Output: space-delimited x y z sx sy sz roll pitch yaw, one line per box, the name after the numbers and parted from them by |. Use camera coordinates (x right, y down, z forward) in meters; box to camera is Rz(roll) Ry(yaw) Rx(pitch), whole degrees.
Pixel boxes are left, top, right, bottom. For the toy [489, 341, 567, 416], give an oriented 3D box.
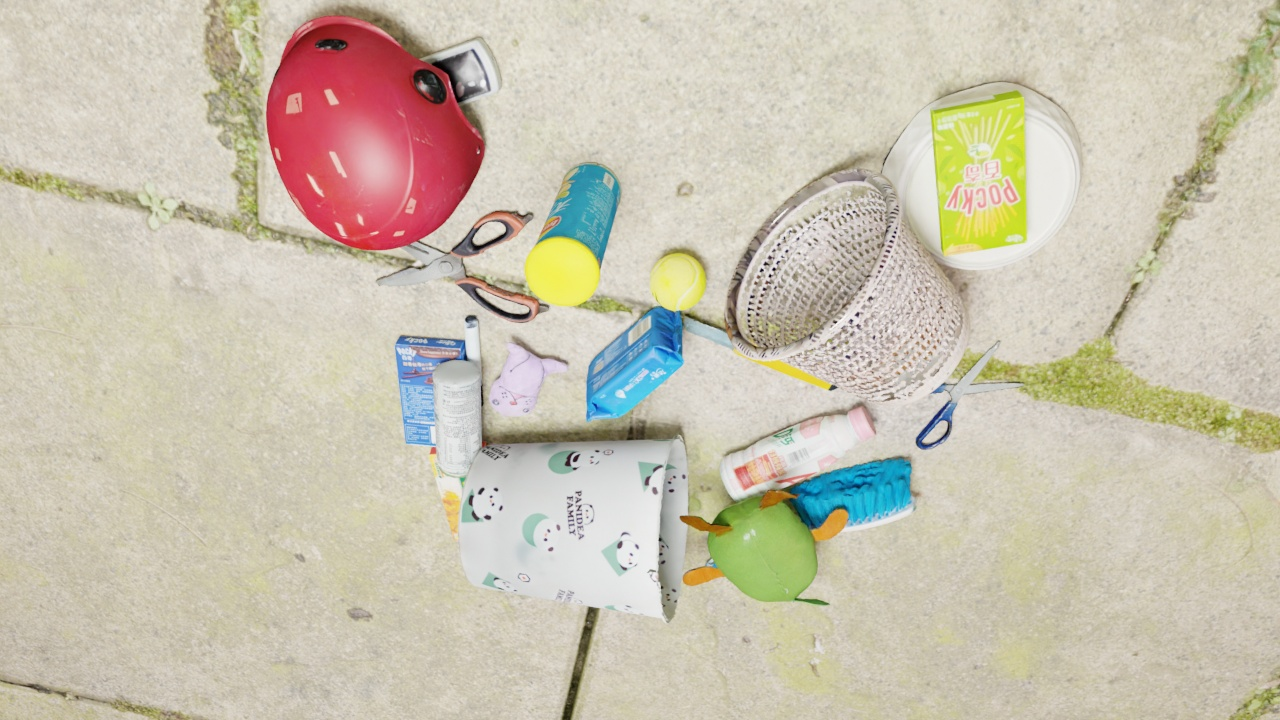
-0.149 0.029 1.156 0.084 0.038 0.108 21 121 -17 | toy

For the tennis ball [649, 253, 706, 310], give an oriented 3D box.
0.043 -0.089 1.046 0.065 0.065 0.066 3 122 4 | tennis ball

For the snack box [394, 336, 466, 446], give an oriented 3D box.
-0.266 0.043 1.184 0.084 0.026 0.157 5 122 2 | snack box

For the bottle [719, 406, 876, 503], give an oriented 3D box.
0.198 0.115 1.156 0.197 0.068 0.068 -28 115 19 | bottle

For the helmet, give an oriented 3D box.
-0.287 -0.214 0.941 0.207 0.143 0.240 -18 127 23 | helmet

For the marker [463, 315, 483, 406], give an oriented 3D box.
-0.211 0.004 1.157 0.018 0.022 0.131 21 128 28 | marker

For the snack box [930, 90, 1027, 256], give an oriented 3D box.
0.342 -0.185 0.924 0.086 0.026 0.156 -8 121 12 | snack box

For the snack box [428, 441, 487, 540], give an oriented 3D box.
-0.235 0.182 1.266 0.077 0.027 0.156 -4 121 7 | snack box

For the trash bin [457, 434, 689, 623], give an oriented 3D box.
-0.078 0.204 1.157 0.252 0.229 0.230 1 122 11 | trash bin

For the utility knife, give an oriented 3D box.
0.150 -0.010 1.111 0.219 0.015 0.033 21 122 -10 | utility knife

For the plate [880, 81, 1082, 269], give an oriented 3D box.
0.361 -0.183 0.966 0.205 0.045 0.205 2 122 4 | plate

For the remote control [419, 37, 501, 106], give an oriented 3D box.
-0.223 -0.292 0.976 0.150 0.021 0.058 -14 119 15 | remote control

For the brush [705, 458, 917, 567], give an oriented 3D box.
0.216 0.214 1.225 0.315 0.060 0.109 -16 122 18 | brush

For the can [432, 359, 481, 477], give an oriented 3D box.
-0.228 0.074 1.150 0.058 0.058 0.147 6 122 2 | can

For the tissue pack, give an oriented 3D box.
-0.006 0.006 1.094 0.052 0.094 0.157 39 118 -23 | tissue pack

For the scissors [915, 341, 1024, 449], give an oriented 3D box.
0.375 0.043 1.122 0.162 0.012 0.176 14 121 -2 | scissors

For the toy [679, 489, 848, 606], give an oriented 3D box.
0.155 0.236 1.159 0.227 0.089 0.247 -22 133 11 | toy

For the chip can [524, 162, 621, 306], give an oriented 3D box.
-0.065 -0.135 0.944 0.071 0.209 0.071 3 122 4 | chip can

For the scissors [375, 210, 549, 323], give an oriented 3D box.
-0.210 -0.110 1.092 0.226 0.015 0.189 -22 117 19 | scissors

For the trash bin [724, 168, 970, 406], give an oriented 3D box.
0.234 -0.057 0.974 0.192 0.227 0.228 33 120 -28 | trash bin
